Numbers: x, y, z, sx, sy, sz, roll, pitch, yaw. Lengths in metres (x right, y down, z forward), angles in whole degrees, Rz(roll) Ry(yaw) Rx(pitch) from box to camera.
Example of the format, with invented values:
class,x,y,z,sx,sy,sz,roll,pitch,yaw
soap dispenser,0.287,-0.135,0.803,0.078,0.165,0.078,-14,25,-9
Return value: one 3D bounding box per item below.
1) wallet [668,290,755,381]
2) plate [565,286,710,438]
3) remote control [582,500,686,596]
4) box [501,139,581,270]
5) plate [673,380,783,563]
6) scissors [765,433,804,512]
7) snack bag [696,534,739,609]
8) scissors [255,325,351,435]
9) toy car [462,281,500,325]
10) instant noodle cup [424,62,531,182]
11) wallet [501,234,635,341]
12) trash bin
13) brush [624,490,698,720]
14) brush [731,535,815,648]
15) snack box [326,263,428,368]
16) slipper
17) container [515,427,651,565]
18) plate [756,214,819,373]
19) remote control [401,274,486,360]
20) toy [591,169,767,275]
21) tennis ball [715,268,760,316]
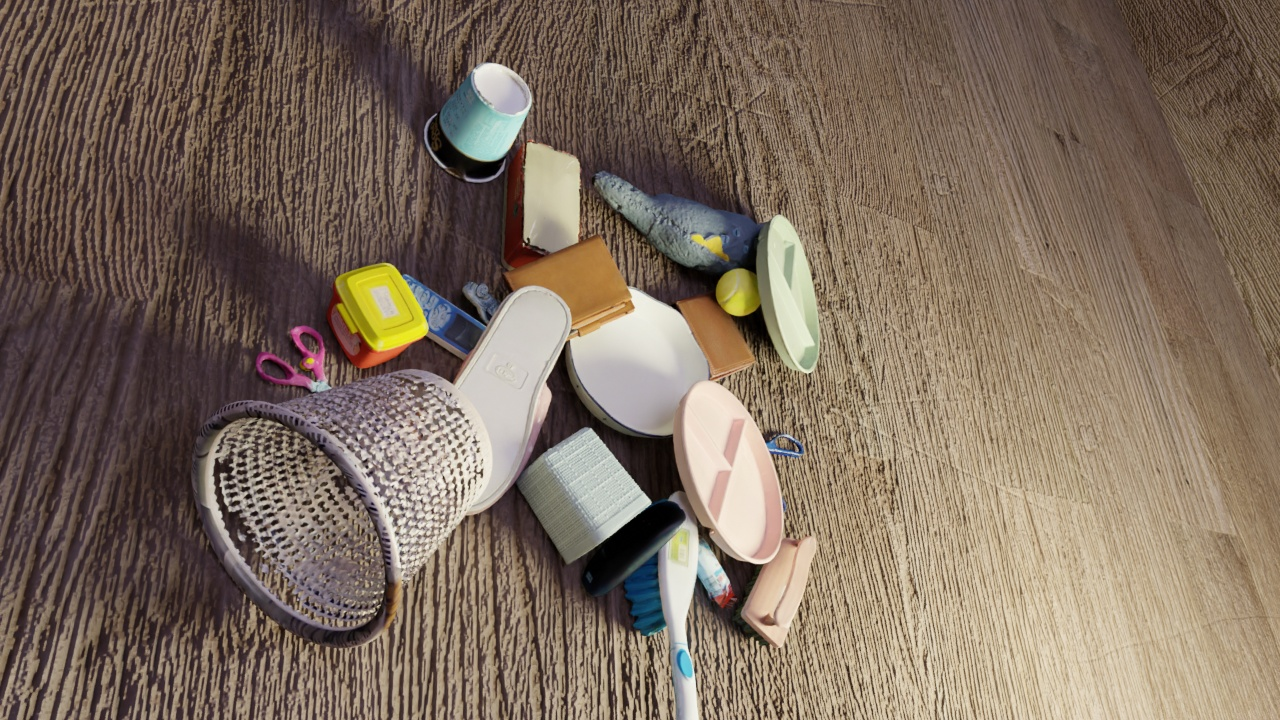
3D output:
class,x,y,z,sx,sy,sz,roll,pitch,yaw
wallet,0.096,-0.035,1.260,0.101,0.032,0.124,-18,77,-45
plate,-0.007,0.007,1.150,0.204,0.046,0.204,17,57,-29
remote control,-0.010,0.201,0.997,0.136,0.053,0.024,-41,131,-7
box,-0.119,-0.192,1.160,0.091,0.077,0.168,15,58,-29
plate,0.106,0.135,1.107,0.229,0.028,0.229,41,36,-39
scissors,0.157,0.127,1.222,0.175,0.012,0.162,1,65,-35
snack bag,0.081,0.246,1.088,0.104,0.026,0.048,60,21,5
scissors,-0.329,0.031,0.924,0.093,0.017,0.137,-29,87,-43
toy car,-0.172,-0.057,1.070,0.090,0.043,0.034,44,81,-14
instant noodle cup,-0.194,-0.298,1.135,0.111,0.121,0.111,17,56,-28
wallet,-0.083,-0.081,1.090,0.131,0.031,0.108,-26,82,-18
trash bin,-0.246,0.107,0.824,0.227,0.228,0.191,52,35,0
brush,0.029,0.280,0.977,0.060,0.110,0.313,24,53,-26
brush,0.171,0.272,1.110,0.063,0.073,0.145,44,46,-8
snack box,-0.280,-0.043,0.956,0.081,0.080,0.091,-24,81,-43
slipper,-0.155,0.040,1.006,0.114,0.055,0.273,25,66,-12
container,-0.066,0.145,1.002,0.089,0.090,0.111,-31,82,-43
plate,0.211,-0.093,1.309,0.230,0.028,0.229,34,50,-56
remote control,-0.227,-0.045,1.033,0.125,0.024,0.048,35,50,-20
toy,0.088,-0.185,1.299,0.355,0.092,0.137,11,47,-34
tennis ball,0.137,-0.094,1.266,0.065,0.066,0.065,17,56,-28
